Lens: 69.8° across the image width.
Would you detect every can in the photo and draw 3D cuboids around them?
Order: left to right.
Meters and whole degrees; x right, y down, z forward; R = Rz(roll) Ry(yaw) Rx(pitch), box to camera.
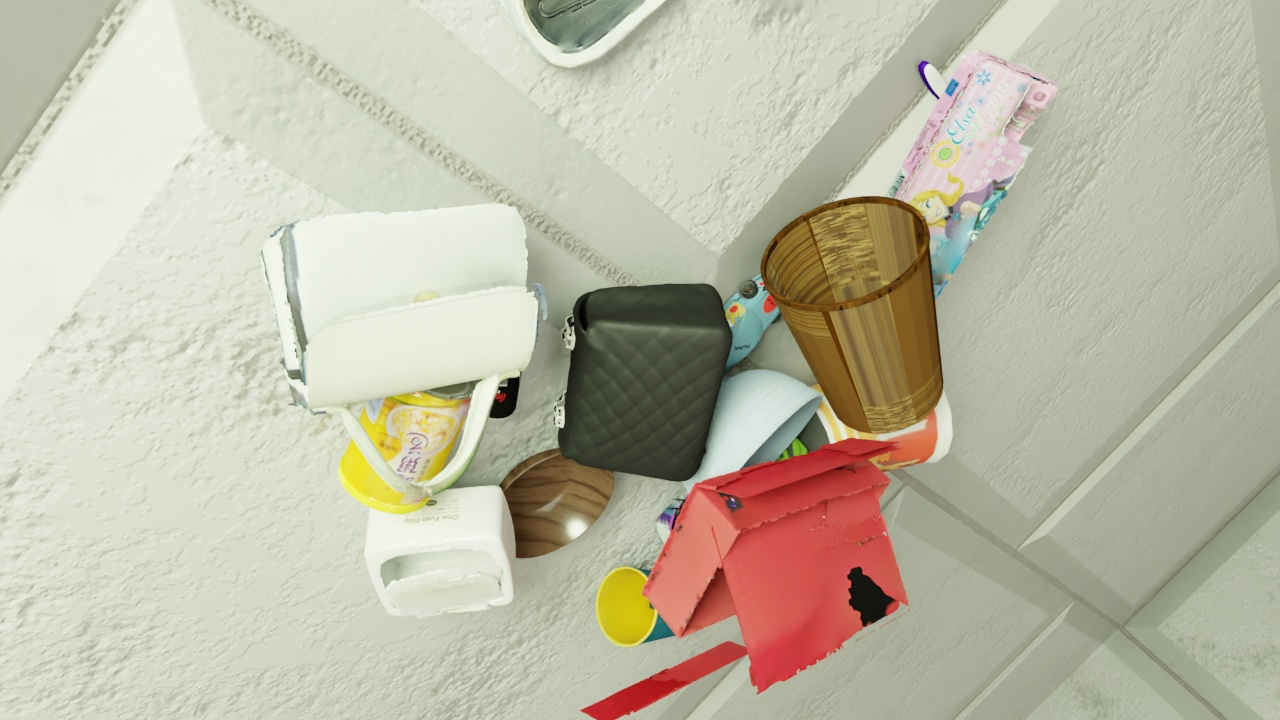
[{"bbox_3d":[-0.161,0.048,0.635,0.067,0.067,0.105,8,119,-42],"label":"can"},{"bbox_3d":[-0.102,0.004,0.670,0.031,0.031,0.081,-11,131,-32],"label":"can"}]

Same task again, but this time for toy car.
[{"bbox_3d":[0.087,-0.026,0.795,0.108,0.027,0.060,-46,139,5],"label":"toy car"}]

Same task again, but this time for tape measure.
[{"bbox_3d":[0.131,0.093,0.907,0.058,0.065,0.036,-33,147,0],"label":"tape measure"}]

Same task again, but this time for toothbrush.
[{"bbox_3d":[0.280,-0.208,0.797,0.186,0.016,0.015,27,106,-45],"label":"toothbrush"}]

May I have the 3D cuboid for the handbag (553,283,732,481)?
[{"bbox_3d":[-0.004,0.004,0.725,0.125,0.114,0.154,4,130,-10],"label":"handbag"}]

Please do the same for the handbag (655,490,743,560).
[{"bbox_3d":[0.108,0.158,0.941,0.169,0.068,0.145,-34,120,-18],"label":"handbag"}]

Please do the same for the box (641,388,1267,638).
[{"bbox_3d":[0.193,0.100,0.689,0.212,0.128,0.427,-8,163,-42],"label":"box"}]

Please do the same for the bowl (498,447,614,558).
[{"bbox_3d":[-0.082,0.114,0.781,0.119,0.032,0.119,-21,135,-23],"label":"bowl"}]

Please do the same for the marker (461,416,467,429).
[{"bbox_3d":[-0.124,-0.005,0.657,0.020,0.017,0.134,-52,160,-53],"label":"marker"}]

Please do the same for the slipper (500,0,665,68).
[{"bbox_3d":[0.038,-0.266,0.523,0.264,0.063,0.111,-38,140,0],"label":"slipper"}]

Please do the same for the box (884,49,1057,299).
[{"bbox_3d":[0.260,-0.139,0.781,0.084,0.063,0.231,9,125,-23],"label":"box"}]

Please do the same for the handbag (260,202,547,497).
[{"bbox_3d":[-0.133,-0.002,0.550,0.151,0.074,0.176,-10,99,-31],"label":"handbag"}]

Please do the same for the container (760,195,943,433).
[{"bbox_3d":[0.188,-0.030,0.769,0.132,0.132,0.167,-35,129,-8],"label":"container"}]

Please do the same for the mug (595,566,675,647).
[{"bbox_3d":[0.022,0.255,0.958,0.121,0.078,0.078,15,114,-50],"label":"mug"}]

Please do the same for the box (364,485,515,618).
[{"bbox_3d":[-0.151,0.166,0.697,0.108,0.101,0.103,-4,131,-1],"label":"box"}]

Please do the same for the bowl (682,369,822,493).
[{"bbox_3d":[0.084,0.062,0.819,0.150,0.075,0.151,-42,163,-16],"label":"bowl"}]

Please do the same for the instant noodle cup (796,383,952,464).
[{"bbox_3d":[0.220,0.061,0.914,0.121,0.123,0.124,-17,134,-16],"label":"instant noodle cup"}]
